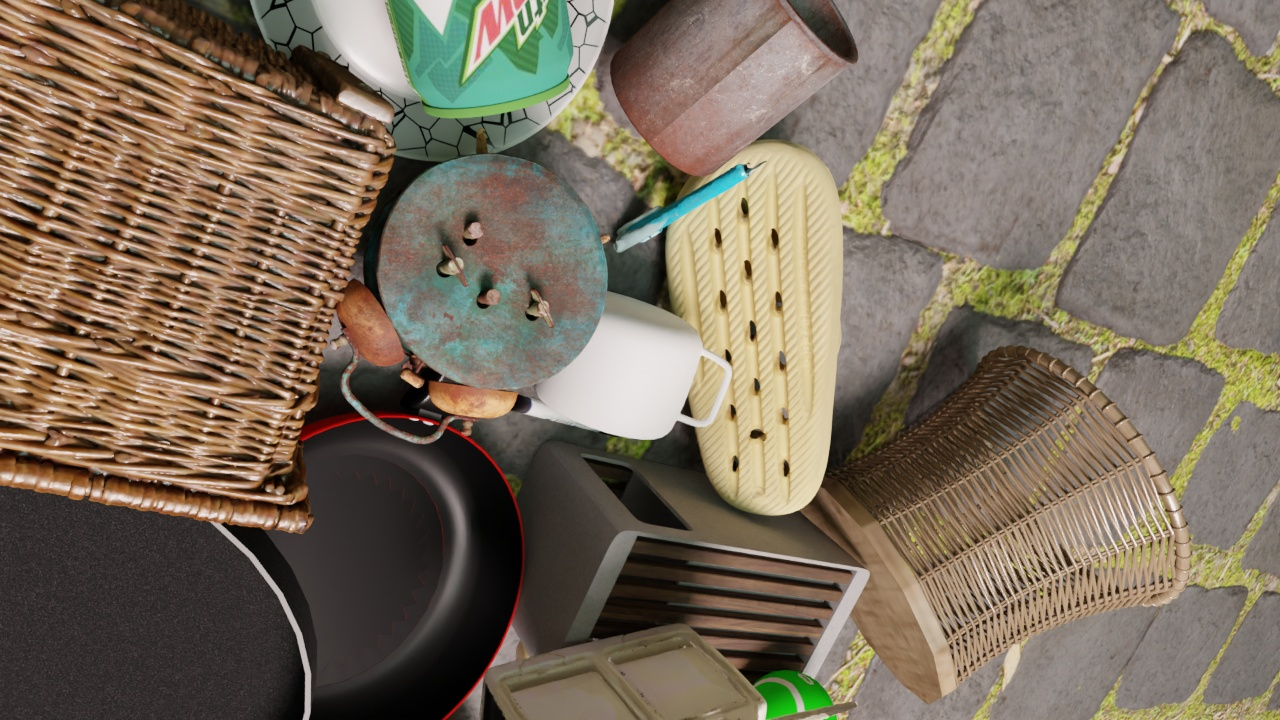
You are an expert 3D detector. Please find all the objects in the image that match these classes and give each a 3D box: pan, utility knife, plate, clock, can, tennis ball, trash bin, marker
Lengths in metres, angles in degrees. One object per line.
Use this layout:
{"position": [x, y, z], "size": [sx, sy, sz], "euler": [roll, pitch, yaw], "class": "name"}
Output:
{"position": [-0.139, 0.062, 0.537], "size": [0.208, 0.067, 0.356], "euler": [23, 83, -42], "class": "pan"}
{"position": [0.028, -0.093, 0.543], "size": [0.015, 0.118, 0.022], "euler": [56, 44, -11], "class": "utility knife"}
{"position": [-0.101, -0.198, 0.465], "size": [0.188, 0.016, 0.189], "euler": [-13, 119, -24], "class": "plate"}
{"position": [-0.089, -0.031, 0.474], "size": [0.121, 0.073, 0.157], "euler": [38, 75, -25], "class": "clock"}
{"position": [-0.080, -0.191, 0.416], "size": [0.083, 0.083, 0.144], "euler": [-21, 122, -20], "class": "can"}
{"position": [0.101, 0.244, 0.623], "size": [0.065, 0.065, 0.065], "euler": [-13, 119, -24], "class": "tennis ball"}
{"position": [-0.329, 0.133, 0.421], "size": [0.356, 0.034, 0.226], "euler": [2, 111, -3], "class": "pan"}
{"position": [0.027, 0.152, 0.650], "size": [0.228, 0.114, 0.114], "euler": [17, 104, -35], "class": "trash bin"}
{"position": [-0.052, 0.034, 0.578], "size": [0.011, 0.011, 0.152], "euler": [-57, 149, 6], "class": "marker"}

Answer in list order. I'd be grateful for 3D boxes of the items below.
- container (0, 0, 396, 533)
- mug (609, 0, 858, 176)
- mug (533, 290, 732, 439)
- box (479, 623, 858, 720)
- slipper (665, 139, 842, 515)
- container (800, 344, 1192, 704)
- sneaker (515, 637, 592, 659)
{"position": [-0.230, -0.069, 0.361], "size": [0.249, 0.162, 0.183], "euler": [21, 102, -34], "class": "container"}
{"position": [0.048, -0.177, 0.508], "size": [0.110, 0.122, 0.096], "euler": [-30, 132, 29], "class": "mug"}
{"position": [-0.003, 0.003, 0.563], "size": [0.115, 0.094, 0.068], "euler": [20, 102, 3], "class": "mug"}
{"position": [0.012, 0.193, 0.482], "size": [0.145, 0.186, 0.066], "euler": [-4, 89, -34], "class": "box"}
{"position": [0.080, -0.020, 0.617], "size": [0.111, 0.079, 0.262], "euler": [1, 113, 14], "class": "slipper"}
{"position": [0.257, 0.131, 0.714], "size": [0.196, 0.227, 0.227], "euler": [-27, 124, -8], "class": "container"}
{"position": [-0.055, 0.283, 0.694], "size": [0.102, 0.089, 0.242], "euler": [-29, 129, -5], "class": "sneaker"}
